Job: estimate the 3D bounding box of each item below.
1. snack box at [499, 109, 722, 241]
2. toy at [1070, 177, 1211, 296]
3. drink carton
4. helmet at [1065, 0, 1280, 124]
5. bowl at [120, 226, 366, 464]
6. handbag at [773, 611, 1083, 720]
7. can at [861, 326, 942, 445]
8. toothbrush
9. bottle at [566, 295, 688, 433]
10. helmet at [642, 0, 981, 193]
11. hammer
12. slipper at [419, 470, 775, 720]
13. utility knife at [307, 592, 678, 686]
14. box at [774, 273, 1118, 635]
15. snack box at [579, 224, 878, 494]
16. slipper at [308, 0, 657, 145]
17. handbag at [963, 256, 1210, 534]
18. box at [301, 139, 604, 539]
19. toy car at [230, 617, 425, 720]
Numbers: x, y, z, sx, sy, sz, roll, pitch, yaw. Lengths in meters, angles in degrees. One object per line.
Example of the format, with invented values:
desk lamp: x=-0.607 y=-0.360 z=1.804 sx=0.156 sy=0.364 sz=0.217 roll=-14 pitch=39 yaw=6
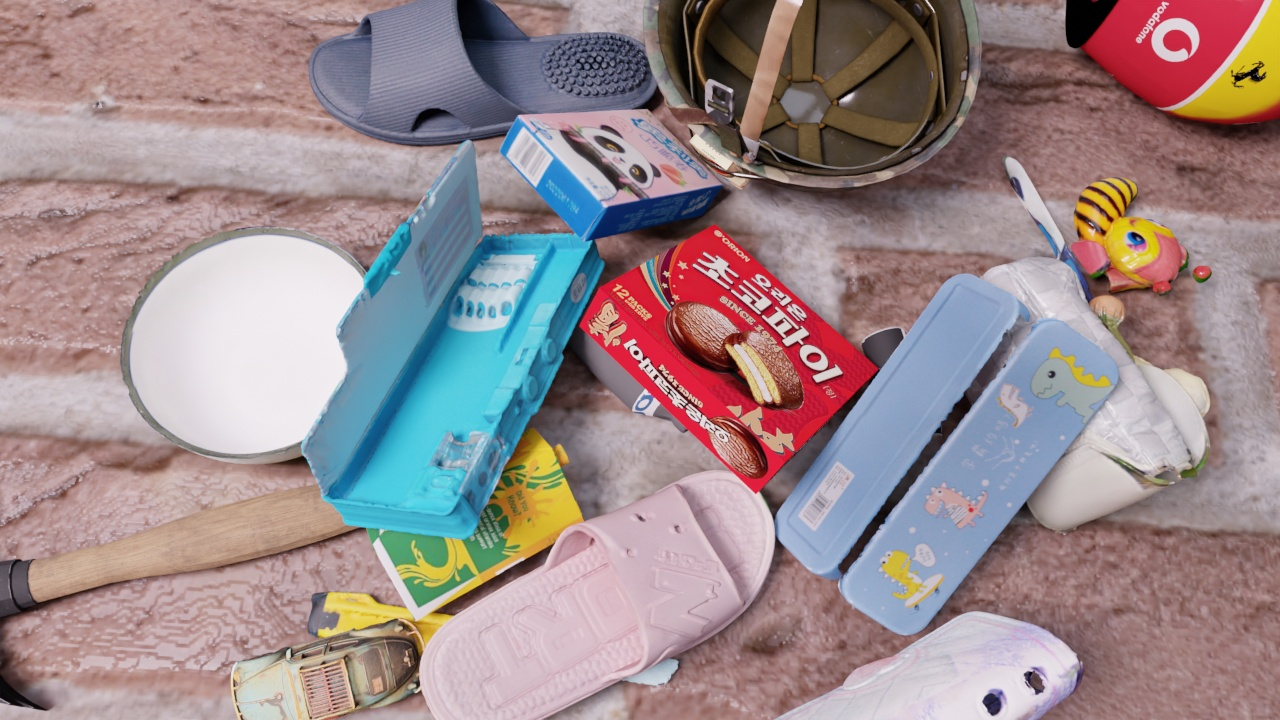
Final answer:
snack box: x=-0.015 y=-0.131 z=0.630 sx=0.088 sy=0.033 sz=0.153 roll=47 pitch=34 yaw=13
toy: x=0.365 y=-0.089 z=0.683 sx=0.084 sy=0.046 sz=0.103 roll=-23 pitch=68 yaw=-7
drink carton: x=-0.097 y=0.096 z=0.557 sx=0.122 sy=0.041 sz=0.058 roll=-27 pitch=114 yaw=-14
helmet: x=0.463 y=-0.304 z=0.697 sx=0.224 sy=0.198 sz=0.270 roll=15 pitch=59 yaw=2
bowl: x=-0.235 y=-0.002 z=0.583 sx=0.153 sy=0.073 sz=0.153 roll=2 pitch=67 yaw=-4
handbag: x=0.146 y=0.198 z=0.505 sx=0.158 sy=0.127 sz=0.069 roll=-24 pitch=70 yaw=-12
can: x=0.179 y=0.019 z=0.630 sx=0.031 sy=0.032 sz=0.080 roll=-11 pitch=69 yaw=-9
toothbrush: x=0.315 y=-0.076 z=0.690 sx=0.017 sy=0.016 sz=0.189 roll=-19 pitch=71 yaw=-2
bottle: x=-0.004 y=0.004 z=0.614 sx=0.112 sy=0.047 sz=0.047 roll=43 pitch=71 yaw=12
helmet: x=0.107 y=-0.208 z=0.606 sx=0.224 sy=0.236 sz=0.193 roll=30 pitch=92 yaw=-3
hammer: x=-0.264 y=0.114 z=0.555 sx=0.305 sy=0.040 sz=0.132 roll=-13 pitch=67 yaw=-10
slipper: x=-0.015 y=0.139 z=0.540 sx=0.239 sy=0.065 sz=0.094 roll=-26 pitch=70 yaw=-20
utility knife: x=-0.090 y=0.171 z=0.559 sx=0.227 sy=0.019 sz=0.030 roll=10 pitch=77 yaw=-4
box: x=0.177 y=0.055 z=0.552 sx=0.122 sy=0.047 sz=0.209 roll=38 pitch=100 yaw=26
snack box: x=0.061 y=-0.008 z=0.599 sx=0.152 sy=0.036 sz=0.132 roll=43 pitch=44 yaw=12
slipper: x=-0.115 y=-0.222 z=0.678 sx=0.263 sy=0.083 sz=0.101 roll=-2 pitch=70 yaw=-6
handbag: x=0.284 y=0.012 z=0.603 sx=0.123 sy=0.113 sz=0.171 roll=-20 pitch=71 yaw=-22
box: x=-0.114 y=-0.023 z=0.540 sx=0.097 sy=0.117 sz=0.226 roll=1 pitch=48 yaw=26
toy car: x=-0.179 y=0.182 z=0.521 sx=0.112 sy=0.047 sz=0.047 roll=-14 pitch=85 yaw=-7
